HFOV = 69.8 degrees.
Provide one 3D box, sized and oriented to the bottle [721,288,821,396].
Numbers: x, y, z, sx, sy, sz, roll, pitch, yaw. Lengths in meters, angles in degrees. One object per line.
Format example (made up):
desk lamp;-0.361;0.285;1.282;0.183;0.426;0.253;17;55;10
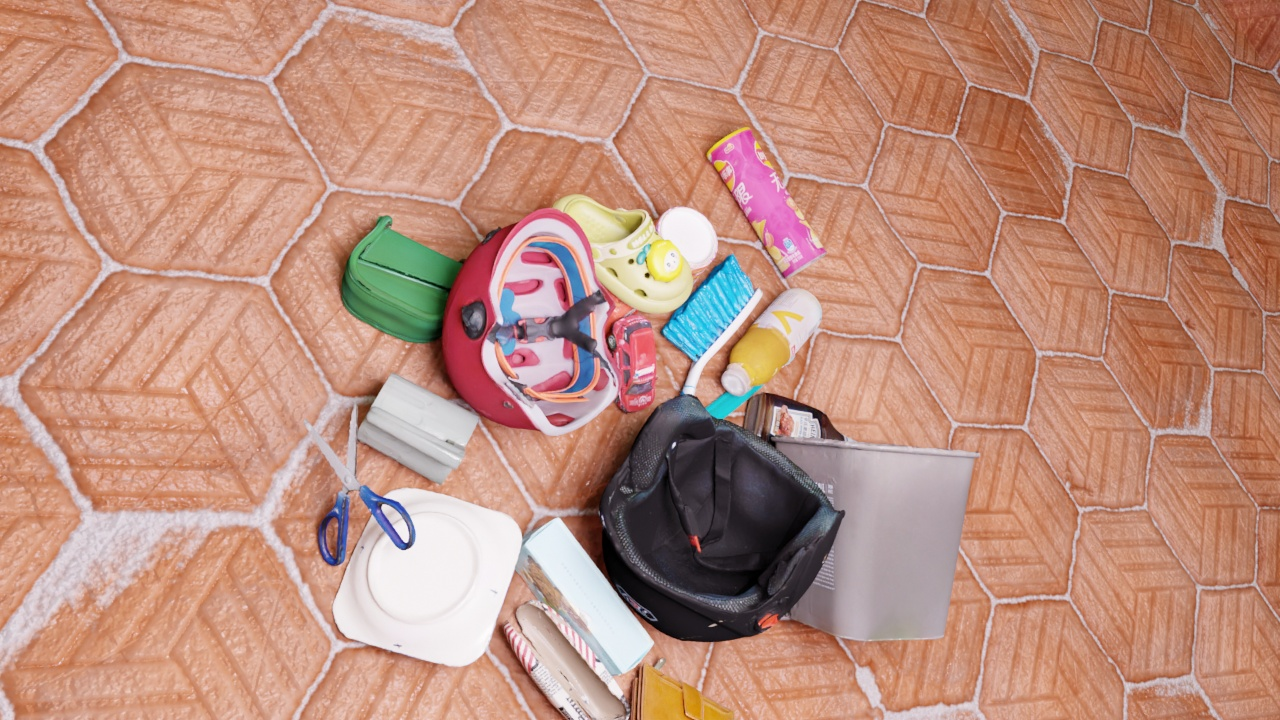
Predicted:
bottle;0.170;-0.023;1.202;0.068;0.068;0.189;47;55;-3

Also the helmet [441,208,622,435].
helmet;-0.134;-0.038;0.999;0.206;0.144;0.240;-18;103;-55

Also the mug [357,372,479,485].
mug;-0.231;0.071;0.945;0.103;0.124;0.083;30;86;-11

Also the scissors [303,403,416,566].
scissors;-0.281;0.130;0.896;0.176;0.163;0.012;35;20;18

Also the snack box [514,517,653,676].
snack box;-0.067;0.254;0.980;0.051;0.074;0.175;-36;89;-33

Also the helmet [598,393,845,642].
helmet;0.073;0.187;0.978;0.233;0.231;0.273;38;45;27

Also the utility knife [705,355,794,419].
utility knife;0.135;0.037;1.199;0.220;0.013;0.029;-35;89;-33

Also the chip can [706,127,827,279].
chip can;0.178;-0.220;1.286;0.071;0.072;0.210;-29;85;-32

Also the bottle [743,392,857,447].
bottle;0.228;0.104;1.202;0.194;0.044;0.079;21;67;-19

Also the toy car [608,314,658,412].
toy car;-0.006;0.006;1.095;0.052;0.045;0.121;-17;119;-27

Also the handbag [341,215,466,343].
handbag;-0.260;-0.090;1.029;0.131;0.068;0.120;28;54;-13

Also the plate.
plate;-0.212;0.209;0.916;0.163;0.034;0.164;14;63;5

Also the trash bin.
trash bin;0.264;0.202;1.083;0.198;0.199;0.219;7;86;-23

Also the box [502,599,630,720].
box;-0.088;0.331;0.947;0.163;0.075;0.081;51;47;-3

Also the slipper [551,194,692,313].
slipper;-0.018;-0.130;1.056;0.190;0.082;0.091;34;62;-7

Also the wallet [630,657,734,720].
wallet;0.047;0.393;0.990;0.130;0.035;0.118;33;31;-17

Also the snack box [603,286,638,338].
snack box;-0.036;-0.077;1.121;0.082;0.080;0.091;50;58;-2

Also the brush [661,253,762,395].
brush;0.065;-0.004;1.162;0.109;0.061;0.313;46;61;-8

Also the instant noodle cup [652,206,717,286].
instant noodle cup;0.040;-0.137;1.171;0.111;0.099;0.111;9;69;-23
